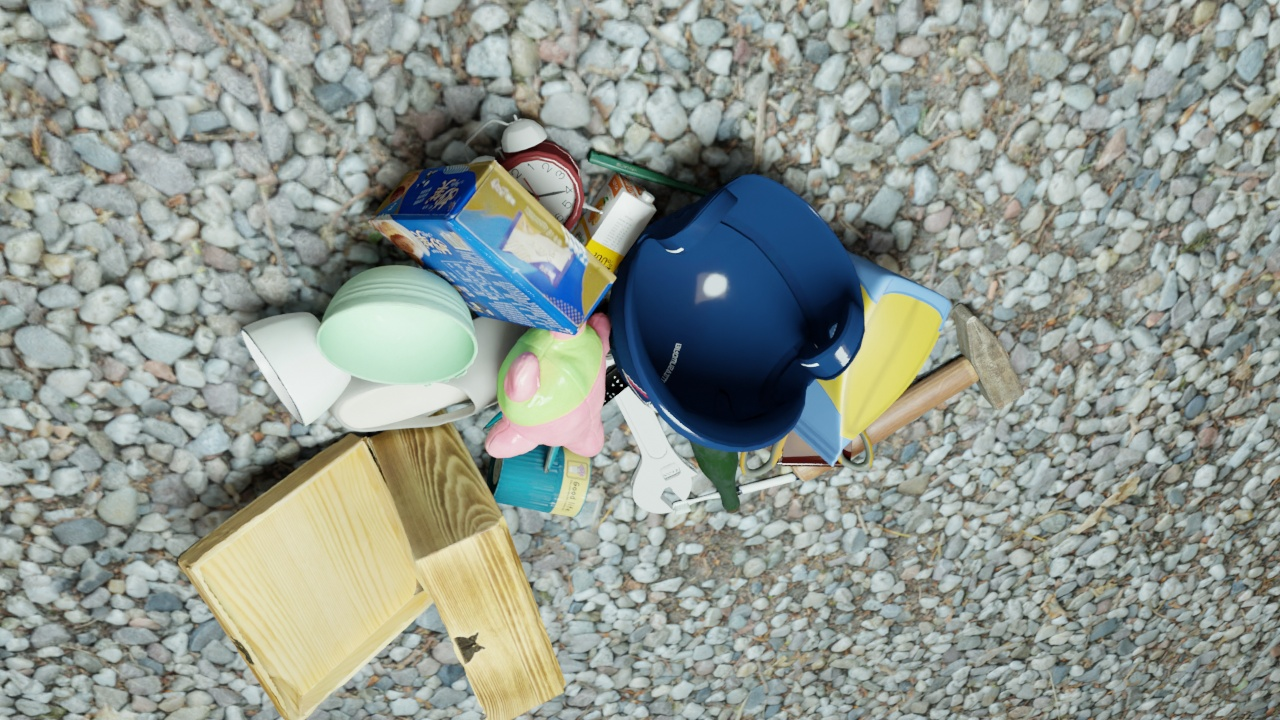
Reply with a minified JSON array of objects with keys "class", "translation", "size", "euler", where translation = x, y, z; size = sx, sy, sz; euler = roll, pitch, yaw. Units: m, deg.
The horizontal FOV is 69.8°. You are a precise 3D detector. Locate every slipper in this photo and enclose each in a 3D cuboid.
[{"class":"slipper","translation":[-0.204,0.031,0.981],"size":[0.266,0.080,0.113],"euler":[-19,140,0]}]

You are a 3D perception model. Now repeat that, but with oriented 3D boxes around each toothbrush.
[{"class":"toothbrush","translation":[0.036,-0.185,0.944],"size":[0.189,0.016,0.017],"euler":[13,121,-20]},{"class":"toothbrush","translation":[0.133,0.172,1.199],"size":[0.186,0.017,0.012],"euler":[-14,139,-4]}]

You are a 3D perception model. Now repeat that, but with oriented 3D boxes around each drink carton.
[{"class":"drink carton","translation":[-0.036,-0.130,0.938],"size":[0.040,0.058,0.123],"euler":[26,114,-26]}]

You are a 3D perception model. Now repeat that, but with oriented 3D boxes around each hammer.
[{"class":"hammer","translation":[0.320,0.062,1.157],"size":[0.301,0.037,0.158],"euler":[-33,123,9]}]

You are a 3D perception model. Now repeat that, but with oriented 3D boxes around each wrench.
[{"class":"wrench","translation":[-0.005,0.084,1.111],"size":[0.087,0.018,0.273],"euler":[-24,123,3]}]

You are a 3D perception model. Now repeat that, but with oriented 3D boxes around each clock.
[{"class":"clock","translation":[-0.110,-0.173,0.895],"size":[0.096,0.048,0.137],"euler":[-40,115,14]}]

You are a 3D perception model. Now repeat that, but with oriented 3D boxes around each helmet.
[{"class":"helmet","translation":[0.070,-0.028,0.909],"size":[0.232,0.271,0.224],"euler":[38,134,-16]}]

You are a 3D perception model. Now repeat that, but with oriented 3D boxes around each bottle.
[{"class":"bottle","translation":[0.097,0.124,1.136],"size":[0.055,0.055,0.174],"euler":[-19,125,0]}]

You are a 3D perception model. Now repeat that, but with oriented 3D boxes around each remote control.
[{"class":"remote control","translation":[-0.006,0.006,1.049],"size":[0.140,0.009,0.030],"euler":[-38,121,3]}]

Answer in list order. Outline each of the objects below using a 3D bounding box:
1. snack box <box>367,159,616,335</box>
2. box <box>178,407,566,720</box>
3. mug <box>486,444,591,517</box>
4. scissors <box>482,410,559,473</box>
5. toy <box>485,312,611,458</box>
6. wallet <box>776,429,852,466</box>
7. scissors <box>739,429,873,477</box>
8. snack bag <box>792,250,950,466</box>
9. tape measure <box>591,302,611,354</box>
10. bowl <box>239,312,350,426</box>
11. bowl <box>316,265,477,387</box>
[{"class":"snack box","translation":[-0.142,-0.103,0.844],"size":[0.155,0.203,0.069],"euler":[42,74,-31]},{"class":"box","translation":[-0.301,0.255,1.024],"size":[0.323,0.284,0.279],"euler":[-23,125,-12]},{"class":"mug","translation":[-0.117,0.120,1.080],"size":[0.107,0.083,0.113],"euler":[13,91,-17]},{"class":"scissors","translation":[-0.104,0.059,1.035],"size":[0.154,0.019,0.124],"euler":[-24,92,-3]},{"class":"toy","translation":[-0.081,0.033,0.947],"size":[0.191,0.097,0.237],"euler":[-49,152,-19]},{"class":"wallet","translation":[0.217,0.078,1.128],"size":[0.091,0.018,0.116],"euler":[0,107,0]},{"class":"scissors","translation":[0.210,0.058,1.106],"size":[0.216,0.016,0.225],"euler":[22,106,-7]},{"class":"snack bag","translation":[0.218,-0.007,0.995],"size":[0.102,0.159,0.205],"euler":[19,103,-23]},{"class":"tape measure","translation":[-0.027,-0.034,1.012],"size":[0.061,0.034,0.061],"euler":[10,104,-16]},{"class":"bowl","translation":[-0.344,0.002,0.928],"size":[0.065,0.116,0.116],"euler":[-34,128,-24]},{"class":"bowl","translation":[-0.232,-0.042,0.889],"size":[0.151,0.076,0.151],"euler":[-2,150,-1]}]
